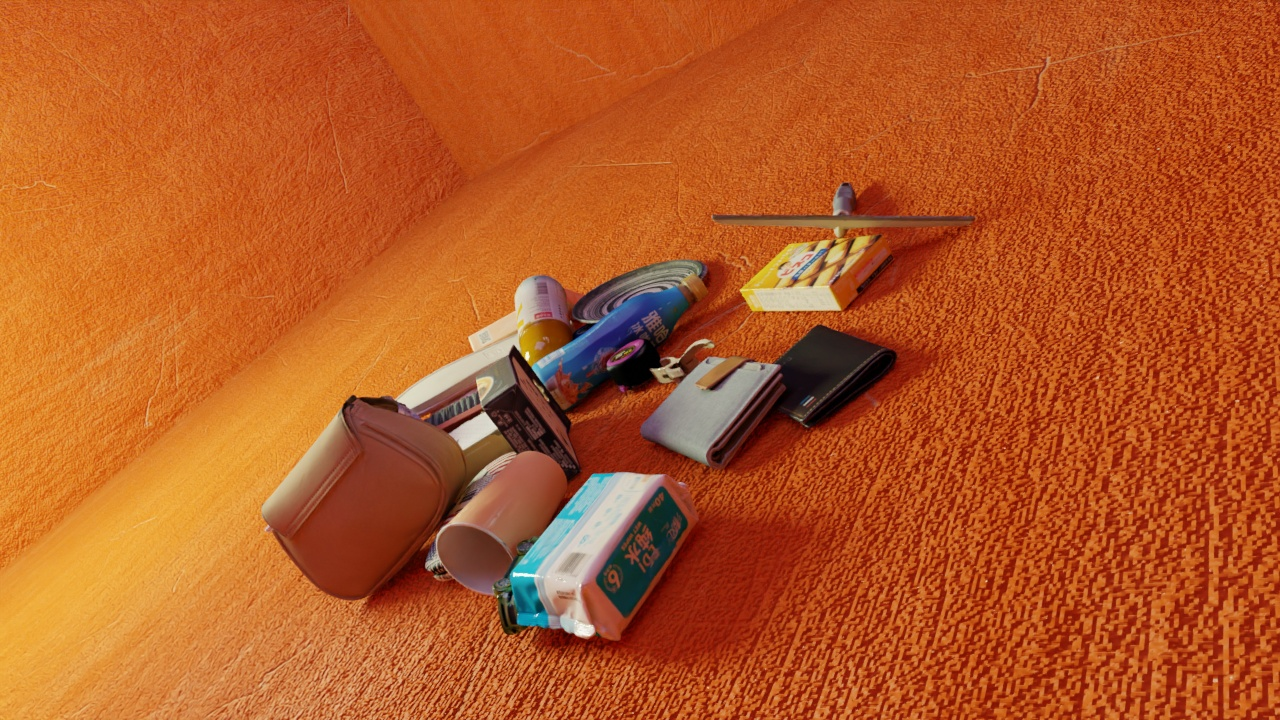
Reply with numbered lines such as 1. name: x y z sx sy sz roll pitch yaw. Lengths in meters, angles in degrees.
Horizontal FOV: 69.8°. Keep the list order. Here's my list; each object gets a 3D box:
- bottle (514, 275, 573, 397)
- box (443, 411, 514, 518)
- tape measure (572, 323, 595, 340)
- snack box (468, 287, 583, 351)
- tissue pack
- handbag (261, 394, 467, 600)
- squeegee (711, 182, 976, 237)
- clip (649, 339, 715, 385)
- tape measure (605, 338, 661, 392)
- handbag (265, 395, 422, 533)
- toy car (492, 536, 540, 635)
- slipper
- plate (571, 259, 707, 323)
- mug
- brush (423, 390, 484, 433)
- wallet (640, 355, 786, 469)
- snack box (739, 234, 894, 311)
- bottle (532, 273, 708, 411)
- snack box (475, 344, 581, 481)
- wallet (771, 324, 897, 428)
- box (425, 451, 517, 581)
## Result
1. bottle: -0.119 -0.030 1.146 0.068 0.068 0.189 -29 41 14
2. box: -0.206 0.121 1.003 0.184 0.060 0.089 -32 19 10
3. tape measure: -0.058 -0.034 1.167 0.055 0.025 0.058 -12 20 47
4. snack box: -0.156 -0.053 1.296 0.157 0.026 0.084 -27 -13 17
5. tissue pack: -0.026 0.142 0.676 0.090 0.063 0.139 -7 35 47
6. handbag: -0.269 0.133 0.908 0.205 0.148 0.099 -46 9 20
7. squeegee: 0.218 -0.159 0.992 0.247 0.039 0.246 2 19 13
8. clip: 0.052 0.002 0.916 0.092 0.035 0.103 -38 13 2
9. tape measure: -0.006 0.006 0.984 0.057 0.039 0.058 -36 16 -5
10. handbag: -0.341 0.138 1.074 0.194 0.075 0.134 -49 8 4
11. toy car: -0.087 0.175 0.719 0.036 0.043 0.091 0 24 18
12. slipper: -0.201 0.022 1.211 0.273 0.054 0.114 -29 21 -20
13. plate: 0.001 -0.081 1.155 0.179 0.024 0.179 -19 21 7
14. mug: -0.115 0.138 0.812 0.078 0.078 0.122 -20 19 32
15. brush: -0.179 0.074 1.071 0.146 0.063 0.069 -28 52 11
16. wallet: 0.061 0.037 0.801 0.106 0.037 0.130 -50 22 -12
17. snack box: 0.176 -0.086 0.927 0.086 0.034 0.141 -42 20 -22
18. bottle: -0.020 -0.026 1.038 0.218 0.065 0.065 -35 21 -4
19. snack box: -0.111 0.056 0.922 0.053 0.113 0.125 -35 20 -2
20. wallet: 0.148 0.011 0.773 0.096 0.020 0.122 -37 19 -7
21. box: -0.152 0.151 0.886 0.071 0.057 0.163 -48 8 36
